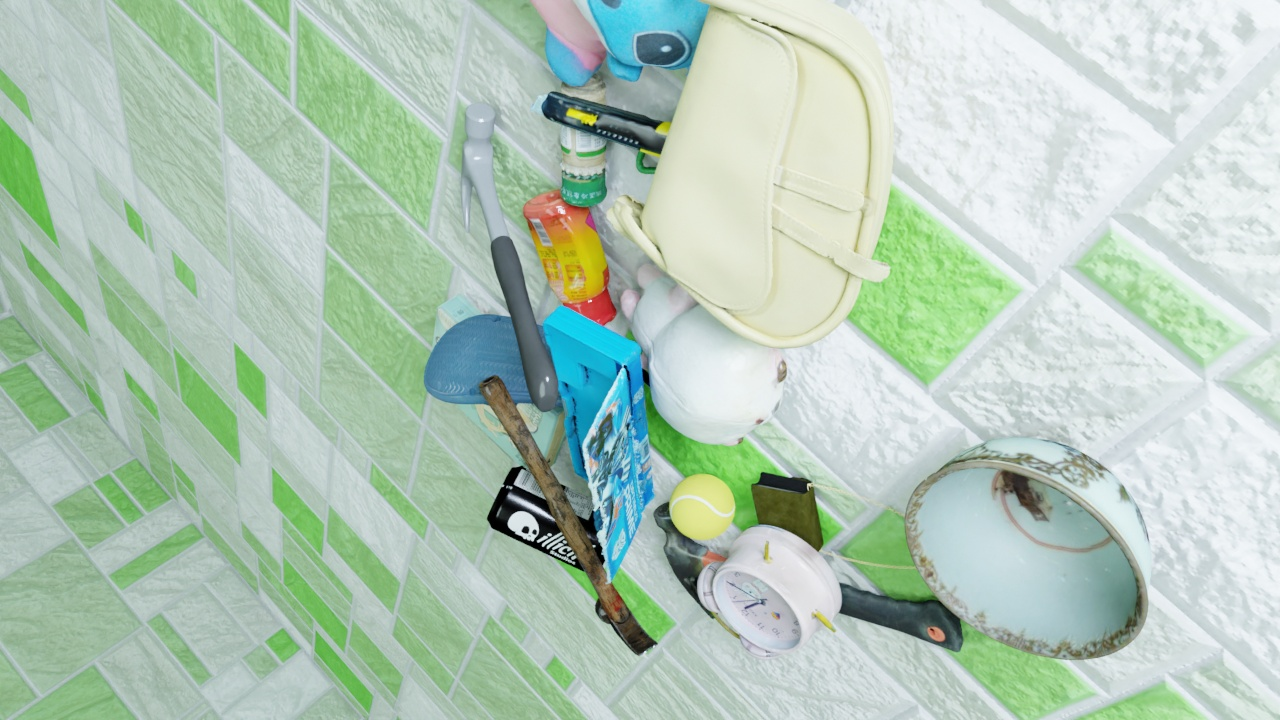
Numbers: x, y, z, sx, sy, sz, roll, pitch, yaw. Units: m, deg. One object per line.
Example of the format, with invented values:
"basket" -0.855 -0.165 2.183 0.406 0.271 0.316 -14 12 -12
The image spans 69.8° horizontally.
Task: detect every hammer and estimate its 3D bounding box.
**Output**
"hammer" -0.121 -0.085 0.825 0.125 0.029 0.310 108 149 -51
"hammer" -0.077 0.161 0.951 0.330 0.033 0.120 64 162 -18
"hammer" 0.156 0.225 0.907 0.334 0.033 0.133 4 120 44

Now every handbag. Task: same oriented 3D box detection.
"handbag" 0.083 -0.124 0.609 0.191 0.088 0.233 18 130 -1
"handbag" 0.187 0.148 0.822 0.178 0.027 0.084 8 126 37

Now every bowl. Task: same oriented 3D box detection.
"bowl" 0.277 0.114 0.636 0.160 0.093 0.160 27 136 30

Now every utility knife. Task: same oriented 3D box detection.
"utility knife" -0.013 -0.183 0.723 0.174 0.020 0.029 21 129 19

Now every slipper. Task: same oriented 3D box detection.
"slipper" -0.134 0.005 0.978 0.214 0.103 0.059 3 161 22

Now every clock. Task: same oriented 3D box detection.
"clock" 0.116 0.227 0.878 0.117 0.058 0.158 48 142 4

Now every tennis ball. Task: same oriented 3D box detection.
"tennis ball" 0.061 0.145 0.912 0.065 0.065 0.065 27 136 30

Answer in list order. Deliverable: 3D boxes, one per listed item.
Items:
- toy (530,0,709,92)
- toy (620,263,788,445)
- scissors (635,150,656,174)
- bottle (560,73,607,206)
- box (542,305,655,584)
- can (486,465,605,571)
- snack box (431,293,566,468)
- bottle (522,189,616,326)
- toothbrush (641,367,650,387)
"toy" -0.018 -0.254 0.655 0.192 0.098 0.224 11 137 48
"toy" 0.045 -0.008 0.787 0.179 0.101 0.139 51 139 27
"scissors" 0.050 -0.138 0.739 0.131 0.012 0.112 15 126 37
"bottle" -0.049 -0.187 0.780 0.043 0.042 0.110 28 135 29
"box" -0.047 0.084 0.838 0.114 0.113 0.244 28 148 25
"can" -0.098 0.185 1.066 0.146 0.080 0.080 26 140 -2
"snack box" -0.166 0.032 1.078 0.193 0.044 0.142 41 143 14
"bottle" -0.063 -0.092 0.866 0.072 0.048 0.134 7 124 44
"toothbrush" -0.005 0.005 0.913 0.188 0.014 0.017 42 134 13
